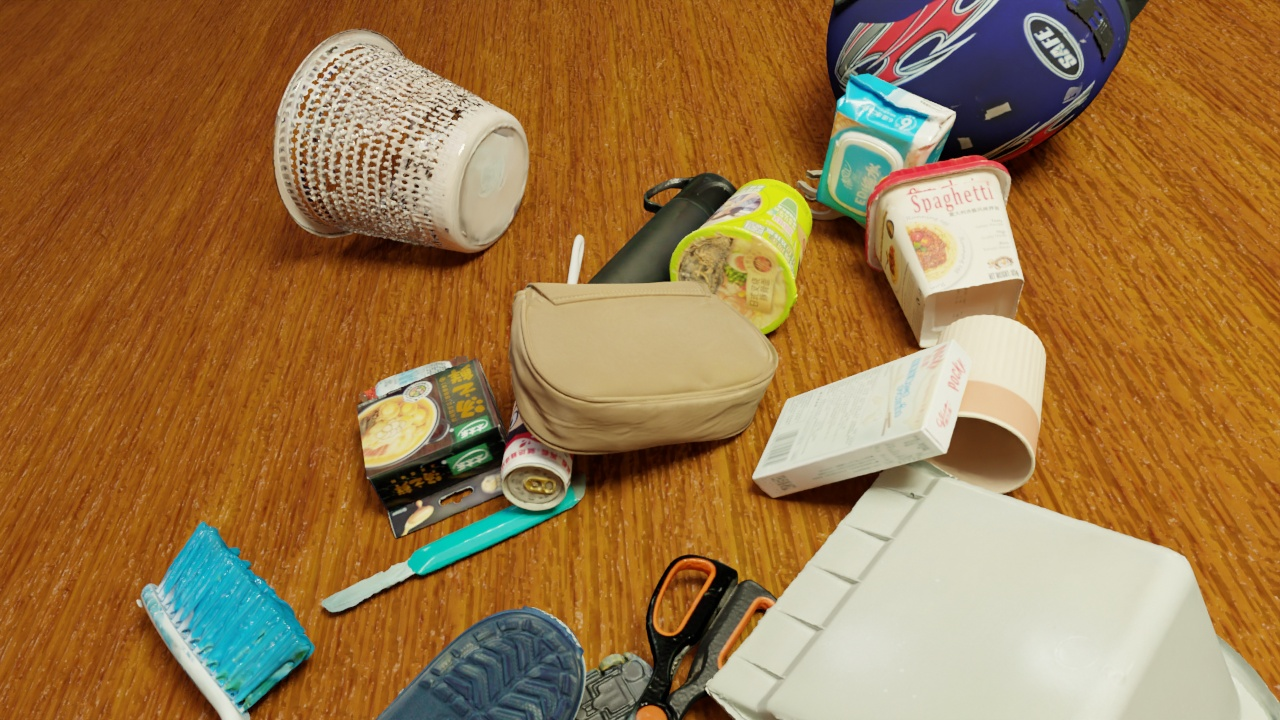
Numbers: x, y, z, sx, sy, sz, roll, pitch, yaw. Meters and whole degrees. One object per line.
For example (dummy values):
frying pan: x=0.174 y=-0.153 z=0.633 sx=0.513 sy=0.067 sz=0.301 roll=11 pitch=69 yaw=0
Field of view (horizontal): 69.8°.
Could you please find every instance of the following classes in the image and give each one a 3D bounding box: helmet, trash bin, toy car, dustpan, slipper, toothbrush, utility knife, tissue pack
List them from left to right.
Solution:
trash bin: x=-0.235 y=-0.212 z=0.969 sx=0.192 sy=0.228 sz=0.226 roll=21 pitch=53 yaw=18
slipper: x=-0.125 y=0.248 z=0.517 sx=0.105 sy=0.095 sz=0.252 roll=34 pitch=79 yaw=12
utility knife: x=-0.138 y=0.140 z=0.702 sx=0.219 sy=0.013 sz=0.029 roll=-23 pitch=45 yaw=-11
toothbrush: x=-0.072 y=-0.065 z=0.893 sx=0.016 sy=0.016 sz=0.179 roll=-9 pitch=44 yaw=16
toy car: x=-0.035 y=0.224 z=0.570 sx=0.105 sy=0.031 sz=0.049 roll=-26 pitch=51 yaw=-14
tissue pack: x=0.209 y=-0.178 z=0.805 sx=0.090 sy=0.140 sz=0.063 roll=31 pitch=60 yaw=18
helmet: x=0.317 y=-0.306 z=0.827 sx=0.316 sy=0.247 sz=0.239 roll=-28 pitch=38 yaw=49
dustpan: x=0.216 y=0.195 z=0.521 sx=0.222 sy=0.143 sz=0.258 roll=-43 pitch=26 yaw=-26

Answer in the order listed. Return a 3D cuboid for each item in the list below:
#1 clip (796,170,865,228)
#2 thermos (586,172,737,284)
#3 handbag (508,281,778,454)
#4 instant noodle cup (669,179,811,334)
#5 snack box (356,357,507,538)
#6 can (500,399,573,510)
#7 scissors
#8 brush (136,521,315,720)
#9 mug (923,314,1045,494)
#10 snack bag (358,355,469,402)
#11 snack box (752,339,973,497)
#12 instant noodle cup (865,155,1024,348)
clip: x=0.201 y=-0.155 z=0.892 sx=0.100 sy=0.035 sz=0.074 roll=24 pitch=55 yaw=29
thermos: x=0.000 y=-0.089 z=0.856 sx=0.090 sy=0.069 sz=0.241 roll=26 pitch=55 yaw=21
handbag: x=-0.004 y=0.004 z=0.713 sx=0.204 sy=0.100 sz=0.147 roll=-3 pitch=46 yaw=-27
instant noodle cup: x=0.100 y=-0.101 z=0.819 sx=0.112 sy=0.112 sz=0.123 roll=8 pitch=40 yaw=24
snack box: x=-0.169 y=0.068 z=0.765 sx=0.113 sy=0.053 sz=0.125 roll=-23 pitch=38 yaw=-7
can: x=-0.078 y=0.055 z=0.733 sx=0.053 sy=0.053 sz=0.132 roll=-8 pitch=37 yaw=8
scissors: x=0.000 y=0.203 z=0.555 sx=0.234 sy=0.022 sz=0.139 roll=-24 pitch=54 yaw=-31
brush: x=-0.263 y=0.233 z=0.621 sx=0.315 sy=0.060 sz=0.109 roll=31 pitch=66 yaw=36
mug: x=0.230 y=0.034 z=0.663 sx=0.115 sy=0.081 sz=0.105 roll=-19 pitch=31 yaw=43
snack bag: x=-0.204 y=0.023 z=0.834 sx=0.105 sy=0.026 sz=0.045 roll=-21 pitch=34 yaw=-7
snack box: x=0.152 y=0.044 z=0.643 sx=0.157 sy=0.027 sz=0.084 roll=-25 pitch=26 yaw=49
instant noodle cup: x=0.253 y=-0.086 z=0.755 sx=0.116 sy=0.117 sz=0.124 roll=-11 pitch=55 yaw=6
